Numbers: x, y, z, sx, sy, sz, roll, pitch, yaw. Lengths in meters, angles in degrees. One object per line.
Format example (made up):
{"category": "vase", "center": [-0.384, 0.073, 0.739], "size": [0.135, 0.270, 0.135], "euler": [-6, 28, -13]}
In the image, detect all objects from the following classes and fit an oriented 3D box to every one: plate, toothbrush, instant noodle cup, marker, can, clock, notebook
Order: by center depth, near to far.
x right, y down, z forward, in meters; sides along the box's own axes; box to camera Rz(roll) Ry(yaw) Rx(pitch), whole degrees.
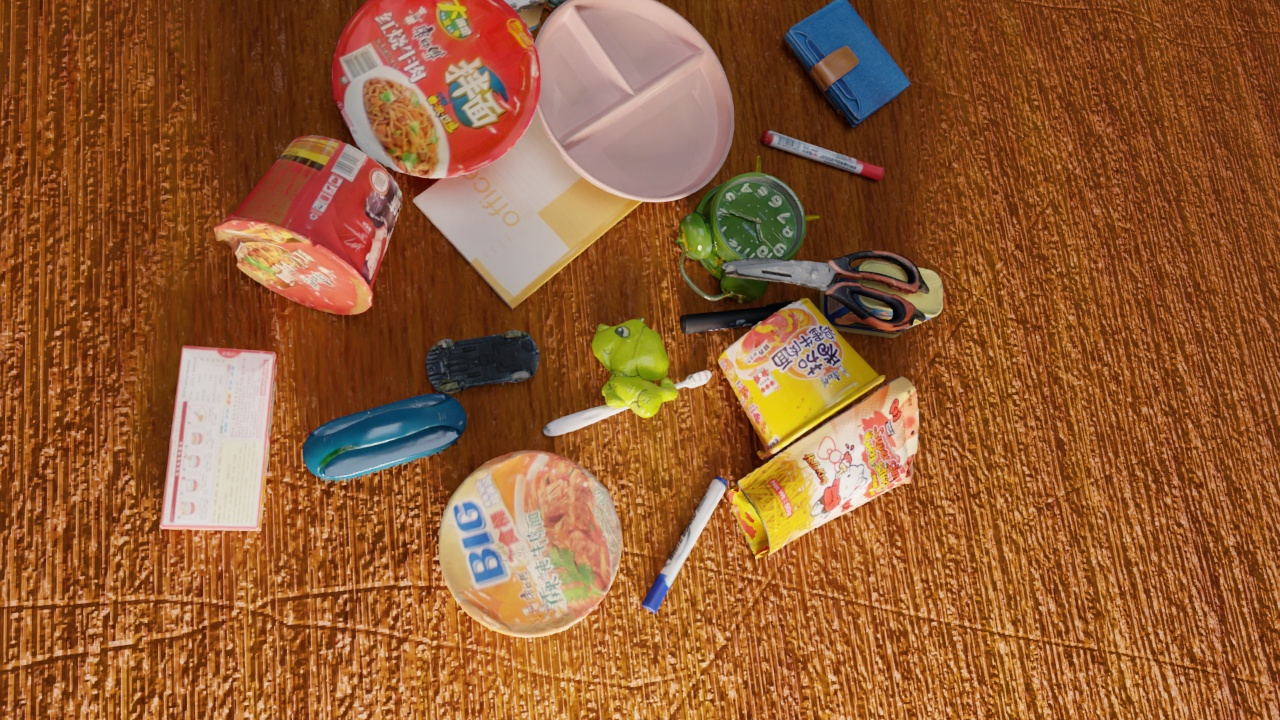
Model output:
{"category": "instant noodle cup", "center": [-0.102, 0.159, 0.797], "size": [0.151, 0.112, 0.151], "euler": [3, 77, -15]}
{"category": "instant noodle cup", "center": [-0.278, -0.120, 0.804], "size": [0.138, 0.138, 0.108], "euler": [24, 64, -9]}
{"category": "instant noodle cup", "center": [-0.191, -0.260, 0.876], "size": [0.194, 0.066, 0.193], "euler": [0, 85, -4]}
{"category": "marker", "center": [0.044, 0.176, 0.884], "size": [0.017, 0.017, 0.145], "euler": [34, 71, -6]}
{"category": "instant noodle cup", "center": [0.149, 0.013, 0.893], "size": [0.137, 0.138, 0.110], "euler": [-31, 80, -20]}
{"category": "toothbrush", "center": [-0.011, 0.041, 0.899], "size": [0.180, 0.016, 0.016], "euler": [-18, 81, -18]}
{"category": "notebook", "center": [-0.102, -0.167, 0.922], "size": [0.206, 0.010, 0.146], "euler": [-42, 91, -20]}
{"category": "plate", "center": [-0.007, -0.268, 0.940], "size": [0.229, 0.028, 0.229], "euler": [6, 76, -26]}
{"category": "clock", "center": [0.104, -0.127, 0.947], "size": [0.116, 0.056, 0.161], "euler": [44, 71, -2]}
{"category": "marker", "center": [0.104, -0.045, 0.948], "size": [0.132, 0.020, 0.022], "euler": [-8, 63, -17]}
{"category": "can", "center": [0.252, -0.064, 0.959], "size": [0.102, 0.083, 0.057], "euler": [7, 76, -14]}
{"category": "marker", "center": [0.203, -0.227, 1.018], "size": [0.145, 0.017, 0.017], "euler": [15, 74, -12]}

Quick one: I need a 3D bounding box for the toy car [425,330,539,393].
{"category": "toy car", "center": [-0.147, 0.002, 0.862], "size": [0.105, 0.031, 0.049], "euler": [-9, 81, -16]}

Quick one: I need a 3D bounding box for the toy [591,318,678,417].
{"category": "toy", "center": [-0.005, 0.005, 0.895], "size": [0.097, 0.031, 0.100], "euler": [19, 63, 2]}

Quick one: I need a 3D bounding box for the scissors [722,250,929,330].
{"category": "scissors", "center": [0.179, -0.065, 0.873], "size": [0.208, 0.015, 0.182], "euler": [-35, 88, -26]}

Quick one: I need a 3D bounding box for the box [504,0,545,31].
{"category": "box", "center": [-0.171, -0.417, 0.933], "size": [0.089, 0.064, 0.184], "euler": [-25, 84, -20]}

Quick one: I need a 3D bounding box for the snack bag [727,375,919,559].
{"category": "snack bag", "center": [0.189, 0.111, 0.904], "size": [0.207, 0.073, 0.129], "euler": [-25, 123, -16]}

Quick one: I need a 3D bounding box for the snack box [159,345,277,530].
{"category": "snack box", "center": [-0.361, 0.067, 0.790], "size": [0.077, 0.027, 0.155], "euler": [4, 77, -15]}

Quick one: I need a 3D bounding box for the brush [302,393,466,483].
{"category": "brush", "center": [-0.223, 0.065, 0.805], "size": [0.143, 0.074, 0.055], "euler": [-16, 78, -18]}

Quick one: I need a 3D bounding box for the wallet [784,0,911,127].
{"category": "wallet", "center": [0.235, -0.340, 1.042], "size": [0.106, 0.040, 0.133], "euler": [-37, 89, -24]}

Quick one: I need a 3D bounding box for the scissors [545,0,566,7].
{"category": "scissors", "center": [-0.045, -0.335, 0.966], "size": [0.170, 0.019, 0.174], "euler": [32, 67, -11]}
